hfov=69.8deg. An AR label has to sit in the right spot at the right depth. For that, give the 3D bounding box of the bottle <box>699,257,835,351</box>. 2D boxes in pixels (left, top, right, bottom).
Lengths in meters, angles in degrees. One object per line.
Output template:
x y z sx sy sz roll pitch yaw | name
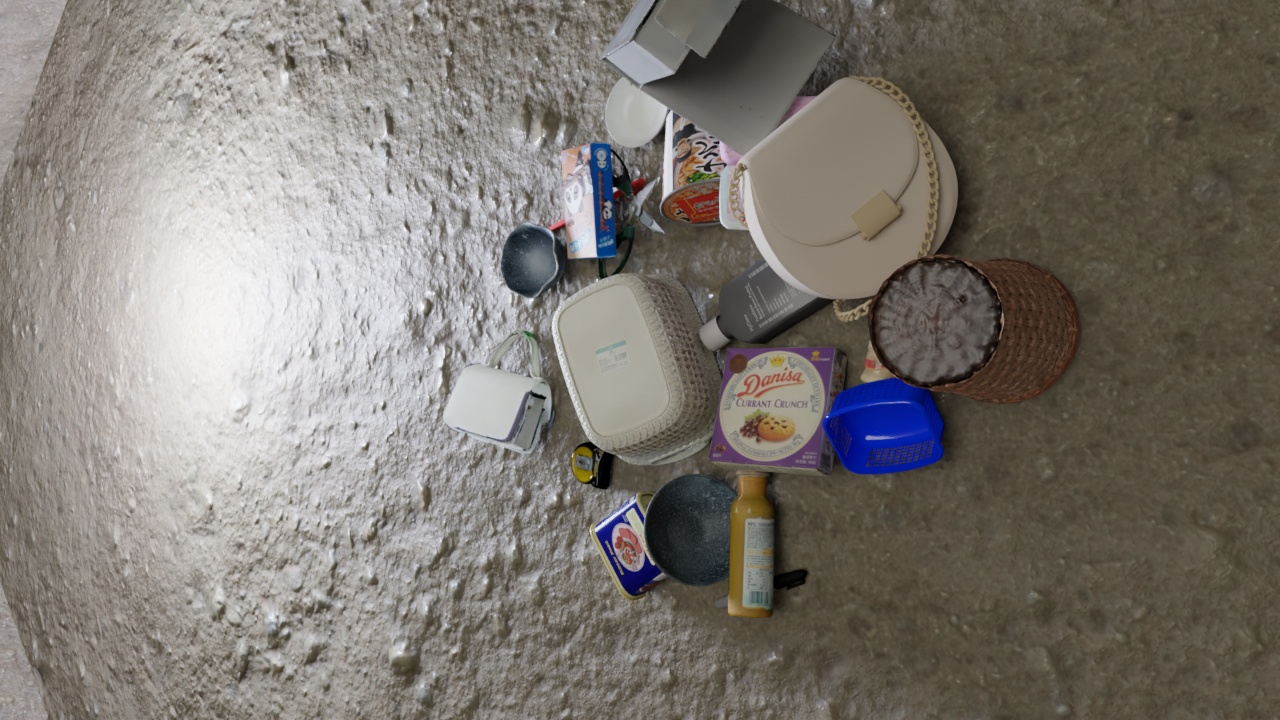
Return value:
0.146 -0.069 1.116 0.174 0.046 0.083 -35 69 30 | bottle

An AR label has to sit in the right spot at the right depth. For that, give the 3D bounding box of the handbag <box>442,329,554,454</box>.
-0.193 0.040 1.360 0.151 0.074 0.175 11 77 34 | handbag

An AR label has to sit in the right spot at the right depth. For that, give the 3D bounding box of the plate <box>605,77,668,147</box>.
0.001 -0.338 1.240 0.104 0.026 0.104 0 89 37 | plate

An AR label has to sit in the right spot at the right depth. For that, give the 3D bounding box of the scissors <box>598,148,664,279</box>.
-0.028 -0.188 1.231 0.201 0.015 0.203 51 136 42 | scissors

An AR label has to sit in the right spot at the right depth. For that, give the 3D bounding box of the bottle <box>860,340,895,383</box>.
0.276 -0.025 1.024 0.044 0.044 0.109 15 98 35 | bottle

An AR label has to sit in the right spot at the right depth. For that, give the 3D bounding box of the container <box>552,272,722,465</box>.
-0.007 0.007 1.167 0.185 0.142 0.246 -26 74 19 | container

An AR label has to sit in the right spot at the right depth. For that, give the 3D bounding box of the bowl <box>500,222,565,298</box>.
-0.147 -0.142 1.326 0.111 0.055 0.110 -1 88 36 | bowl

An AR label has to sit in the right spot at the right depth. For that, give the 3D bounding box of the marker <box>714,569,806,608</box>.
0.147 0.284 1.129 0.139 0.016 0.022 -31 95 32 | marker

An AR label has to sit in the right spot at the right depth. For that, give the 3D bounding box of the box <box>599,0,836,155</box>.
0.135 -0.314 1.052 0.167 0.421 0.173 -56 41 4 | box

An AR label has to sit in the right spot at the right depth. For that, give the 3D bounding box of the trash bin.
0.324 -0.032 0.886 0.151 0.209 0.151 -1 89 35 | trash bin

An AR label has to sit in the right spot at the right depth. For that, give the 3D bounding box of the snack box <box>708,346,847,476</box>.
0.162 0.058 1.081 0.144 0.040 0.147 -1 71 36 | snack box

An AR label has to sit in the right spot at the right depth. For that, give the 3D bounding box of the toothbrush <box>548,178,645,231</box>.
-0.076 -0.207 1.303 0.213 0.012 0.018 -21 81 34 | toothbrush

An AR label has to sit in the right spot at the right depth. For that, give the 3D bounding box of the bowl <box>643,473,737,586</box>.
0.064 0.214 1.152 0.057 0.137 0.137 133 125 -71 | bowl

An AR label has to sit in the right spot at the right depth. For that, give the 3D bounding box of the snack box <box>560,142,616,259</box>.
-0.071 -0.215 1.250 0.087 0.034 0.151 9 103 59 | snack box

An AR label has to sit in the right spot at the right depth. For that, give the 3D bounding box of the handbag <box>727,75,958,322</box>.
0.220 -0.174 0.985 0.210 0.103 0.208 -39 96 0 | handbag

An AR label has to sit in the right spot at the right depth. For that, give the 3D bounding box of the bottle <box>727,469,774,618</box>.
0.134 0.213 1.106 0.053 0.053 0.186 -6 76 36 | bottle

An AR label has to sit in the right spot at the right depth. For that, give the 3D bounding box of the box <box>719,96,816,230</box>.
0.190 -0.223 1.037 0.201 0.038 0.152 0 86 4 | box

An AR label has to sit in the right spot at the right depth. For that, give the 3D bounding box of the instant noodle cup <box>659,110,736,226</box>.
0.080 -0.247 1.133 0.124 0.123 0.121 -16 70 35 | instant noodle cup

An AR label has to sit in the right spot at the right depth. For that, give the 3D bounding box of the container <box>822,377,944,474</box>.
0.268 0.068 0.999 0.114 0.058 0.096 -15 117 35 | container

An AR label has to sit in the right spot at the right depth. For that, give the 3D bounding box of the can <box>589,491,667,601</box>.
0.000 0.242 1.211 0.092 0.056 0.116 -41 66 27 | can

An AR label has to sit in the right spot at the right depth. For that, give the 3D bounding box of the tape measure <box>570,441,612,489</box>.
-0.069 0.143 1.276 0.061 0.034 0.061 8 93 38 | tape measure
